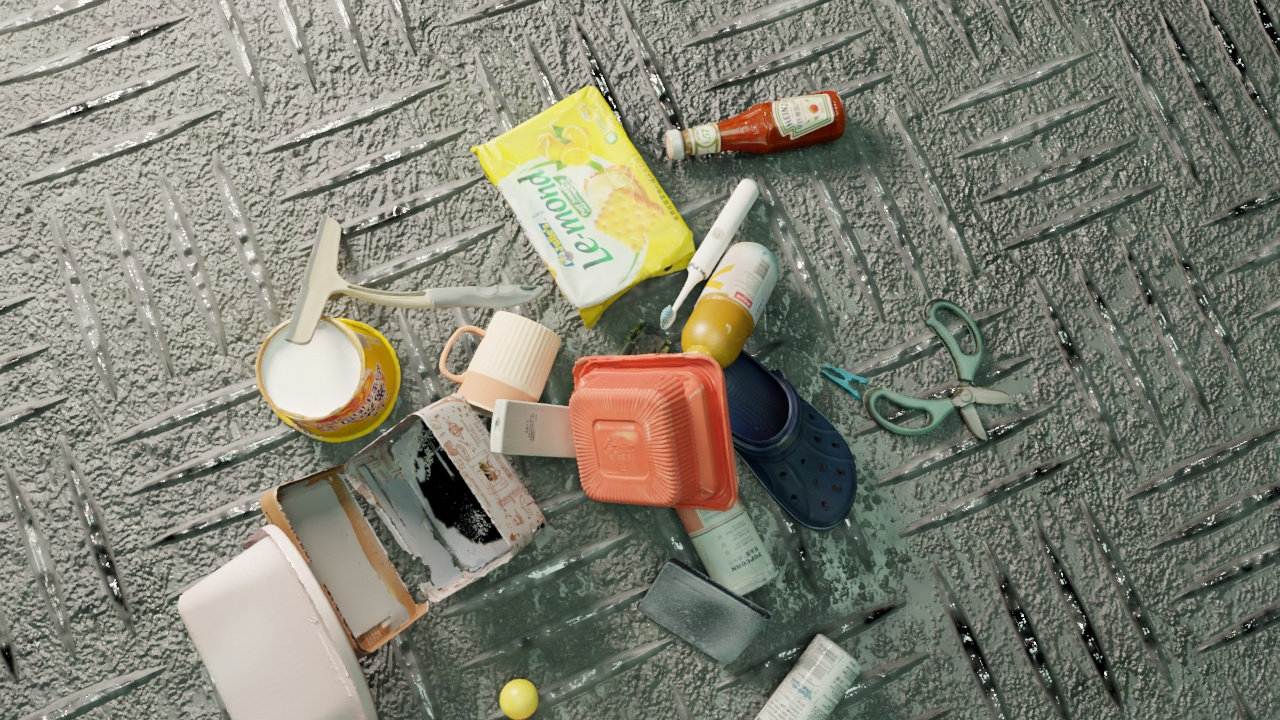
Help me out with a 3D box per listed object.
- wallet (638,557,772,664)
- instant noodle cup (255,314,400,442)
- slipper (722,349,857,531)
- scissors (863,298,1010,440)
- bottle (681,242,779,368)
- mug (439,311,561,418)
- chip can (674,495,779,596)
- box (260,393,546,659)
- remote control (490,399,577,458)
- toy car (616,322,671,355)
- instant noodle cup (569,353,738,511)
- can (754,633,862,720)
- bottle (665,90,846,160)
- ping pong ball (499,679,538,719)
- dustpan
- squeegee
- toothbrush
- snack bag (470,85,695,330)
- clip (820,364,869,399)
[{"bbox_3d":[0.065,0.262,0.961,0.121,0.097,0.019,30,40,3],"label":"wallet"},{"bbox_3d":[-0.331,0.015,0.963,0.138,0.110,0.138,0,83,-3],"label":"instant noodle cup"},{"bbox_3d":[0.144,0.069,0.993,0.105,0.095,0.253,-42,82,-6],"label":"slipper"},{"bbox_3d":[0.338,0.009,1.049,0.170,0.019,0.178,1,80,-2],"label":"scissors"},{"bbox_3d":[0.092,-0.049,0.984,0.068,0.068,0.189,29,53,1],"label":"bottle"},{"bbox_3d":[-0.154,0.004,0.985,0.114,0.082,0.105,25,79,-13],"label":"mug"},{"bbox_3d":[0.067,0.145,0.986,0.071,0.071,0.214,-27,84,-7],"label":"chip can"},{"bbox_3d":[-0.232,0.155,0.889,0.157,0.192,0.183,-35,88,24],"label":"box"},{"bbox_3d":[-0.102,0.073,0.966,0.019,0.135,0.056,2,85,38],"label":"remote control"},{"bbox_3d":[-0.006,0.006,1.023,0.048,0.032,0.105,31,70,2],"label":"toy car"},{"bbox_3d":[-0.002,0.078,0.925,0.189,0.078,0.164,-2,103,35],"label":"instant noodle cup"},{"bbox_3d":[0.168,0.363,0.965,0.058,0.058,0.146,39,82,3],"label":"can"},{"bbox_3d":[0.132,-0.266,1.057,0.206,0.060,0.059,-12,82,-5],"label":"bottle"},{"bbox_3d":[-0.127,0.354,0.959,0.040,0.040,0.040,0,81,-3],"label":"ping pong ball"},{"bbox_3d":[-0.300,0.254,0.850,0.139,0.273,0.222,-29,89,-4],"label":"dustpan"},{"bbox_3d":[-0.227,-0.072,0.975,0.246,0.246,0.039,3,126,-12],"label":"squeegee"},{"bbox_3d":[0.076,-0.119,1.016,0.027,0.026,0.220,16,59,30],"label":"toothbrush"},{"bbox_3d":[-0.061,-0.175,1.028,0.158,0.068,0.246,-32,85,-8],"label":"snack bag"},{"bbox_3d":[0.231,0.021,1.043,0.057,0.015,0.049,27,83,-1],"label":"clip"}]
